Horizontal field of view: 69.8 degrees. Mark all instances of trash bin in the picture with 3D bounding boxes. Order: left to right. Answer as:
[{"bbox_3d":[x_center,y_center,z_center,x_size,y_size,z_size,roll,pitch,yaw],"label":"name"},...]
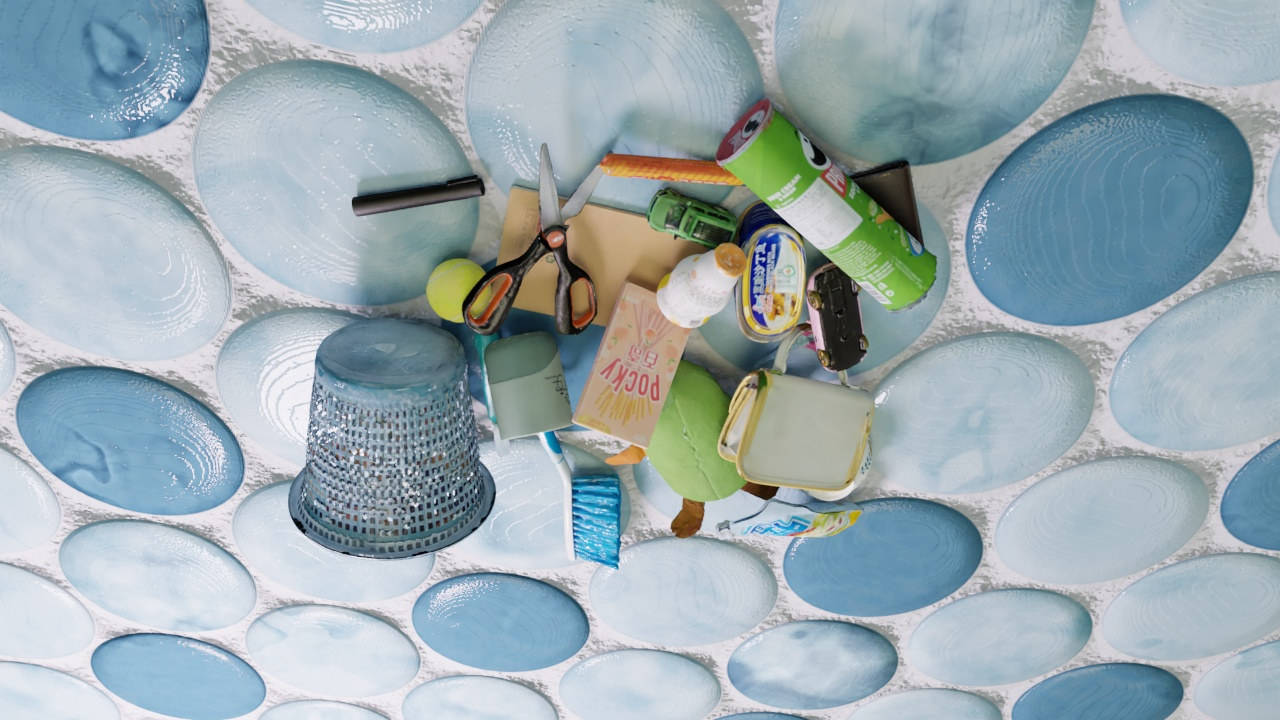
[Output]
[{"bbox_3d":[-0.266,0.069,0.991,0.226,0.226,0.195,6,118,-4],"label":"trash bin"}]

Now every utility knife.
[{"bbox_3d":[-0.171,0.038,1.073,0.029,0.013,0.210,-1,128,-1],"label":"utility knife"}]

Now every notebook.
[{"bbox_3d":[-0.045,-0.097,0.958,0.207,0.008,0.148,11,130,-9],"label":"notebook"}]

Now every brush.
[{"bbox_3d":[-0.078,0.148,1.146,0.109,0.060,0.315,3,128,3],"label":"brush"}]

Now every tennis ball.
[{"bbox_3d":[-0.187,-0.072,0.944,0.065,0.065,0.066,1,131,0],"label":"tennis ball"}]

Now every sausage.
[{"bbox_3d":[0.040,-0.180,0.866,0.165,0.021,0.021,3,131,-9],"label":"sausage"}]

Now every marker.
[{"bbox_3d":[-0.218,-0.160,0.897,0.132,0.020,0.022,-8,141,7],"label":"marker"}]

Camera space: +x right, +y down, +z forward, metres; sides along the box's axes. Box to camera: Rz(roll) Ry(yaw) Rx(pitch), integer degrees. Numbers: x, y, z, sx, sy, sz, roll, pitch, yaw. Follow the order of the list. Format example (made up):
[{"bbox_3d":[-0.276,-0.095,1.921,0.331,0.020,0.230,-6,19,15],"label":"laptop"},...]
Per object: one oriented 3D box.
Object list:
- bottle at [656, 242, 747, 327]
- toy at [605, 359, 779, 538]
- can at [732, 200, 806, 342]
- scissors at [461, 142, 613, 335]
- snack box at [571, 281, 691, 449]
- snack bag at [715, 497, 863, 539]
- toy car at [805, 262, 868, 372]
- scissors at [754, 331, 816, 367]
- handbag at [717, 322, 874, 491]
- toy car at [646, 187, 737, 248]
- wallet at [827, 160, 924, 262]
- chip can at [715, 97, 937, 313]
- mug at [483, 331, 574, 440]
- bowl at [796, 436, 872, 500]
[{"bbox_3d":[0.063,-0.076,0.908,0.063,0.063,0.109,23,150,-18],"label":"bottle"},{"bbox_3d":[0.069,0.096,1.070,0.227,0.089,0.247,-20,124,7],"label":"toy"},{"bbox_3d":[0.131,-0.088,0.934,0.074,0.049,0.148,-1,131,2],"label":"can"},{"bbox_3d":[-0.096,-0.101,0.905,0.222,0.021,0.221,-30,136,-3],"label":"scissors"},{"bbox_3d":[-0.006,0.006,0.960,0.084,0.026,0.157,21,87,-16],"label":"snack box"},{"bbox_3d":[0.184,0.198,1.137,0.190,0.038,0.111,8,156,-41],"label":"snack bag"},{"bbox_3d":[0.201,-0.045,0.949,0.056,0.037,0.122,-21,121,-8],"label":"toy car"},{"bbox_3d":[0.185,-0.020,1.017,0.134,0.017,0.128,-34,126,32],"label":"scissors"},{"bbox_3d":[0.179,0.048,1.009,0.163,0.063,0.179,11,102,-28],"label":"handbag"},{"bbox_3d":[0.051,-0.136,0.898,0.091,0.036,0.043,17,114,-9],"label":"toy car"},{"bbox_3d":[0.229,-0.133,0.915,0.096,0.020,0.122,-14,127,14],"label":"wallet"},{"bbox_3d":[0.178,-0.139,0.858,0.236,0.072,0.072,37,122,-20],"label":"chip can"},{"bbox_3d":[-0.117,0.026,1.006,0.082,0.111,0.106,-14,88,19],"label":"mug"},{"bbox_3d":[0.227,0.130,1.115,0.113,0.062,0.114,1,132,1],"label":"bowl"}]
